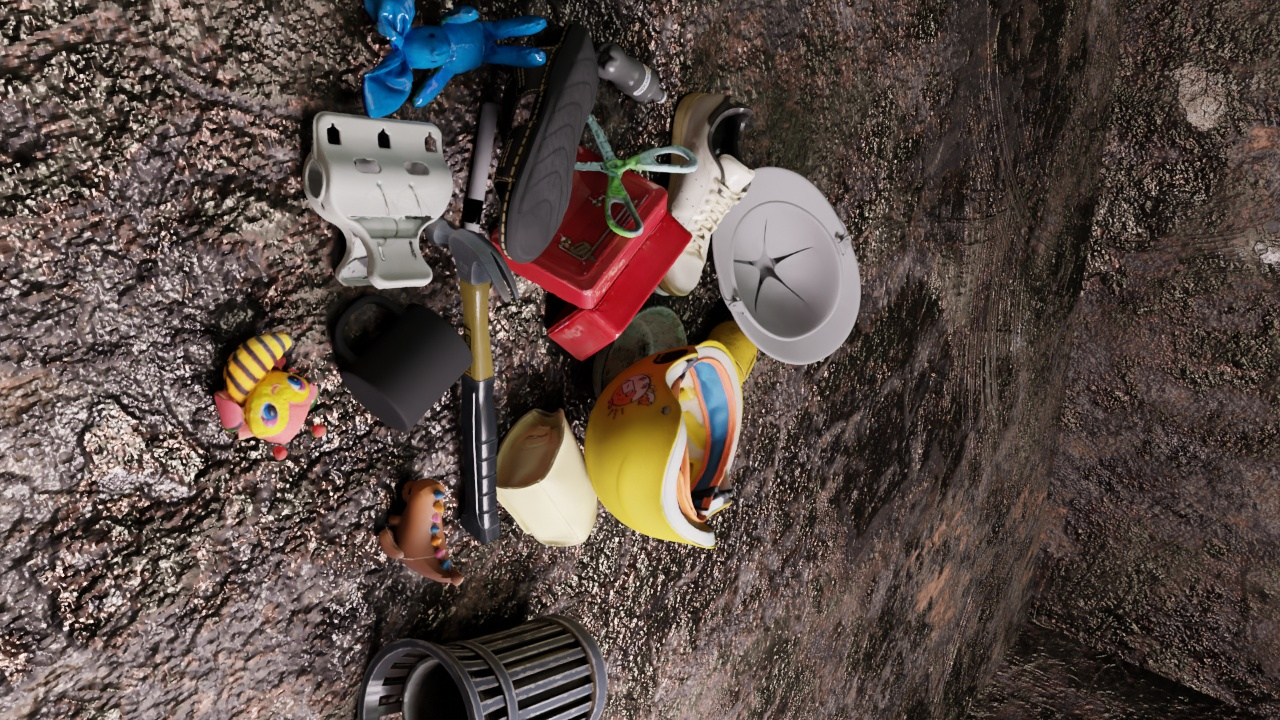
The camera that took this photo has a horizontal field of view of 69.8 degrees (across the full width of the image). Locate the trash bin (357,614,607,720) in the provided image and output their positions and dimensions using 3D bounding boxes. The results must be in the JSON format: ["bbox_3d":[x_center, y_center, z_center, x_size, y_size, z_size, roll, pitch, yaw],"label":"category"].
[{"bbox_3d":[-0.153,0.358,0.973,0.227,0.164,0.164,6,100,-56],"label":"trash bin"}]

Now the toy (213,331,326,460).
[{"bbox_3d":[-0.299,0.026,0.740,0.084,0.046,0.103,-28,122,-35],"label":"toy"}]

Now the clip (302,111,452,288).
[{"bbox_3d":[-0.217,-0.132,0.771,0.124,0.073,0.143,-10,105,-47],"label":"clip"}]

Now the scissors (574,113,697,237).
[{"bbox_3d":[-0.024,-0.194,0.921,0.174,0.171,0.022,-18,158,-7],"label":"scissors"}]

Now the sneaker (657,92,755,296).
[{"bbox_3d":[0.082,-0.191,1.063,0.088,0.102,0.241,8,91,-51],"label":"sneaker"}]

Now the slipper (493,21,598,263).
[{"bbox_3d":[-0.098,-0.208,0.850,0.113,0.076,0.267,72,26,-57],"label":"slipper"}]

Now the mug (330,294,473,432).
[{"bbox_3d":[-0.219,-0.006,0.812,0.113,0.078,0.087,49,63,-19],"label":"mug"}]

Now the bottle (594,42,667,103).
[{"bbox_3d":[-0.008,-0.300,0.975,0.109,0.036,0.036,15,93,-53],"label":"bottle"}]

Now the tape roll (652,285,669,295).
[{"bbox_3d":[0.035,-0.126,1.121,0.092,0.013,0.093,-24,123,-44],"label":"tape roll"}]

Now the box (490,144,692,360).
[{"bbox_3d":[-0.043,-0.098,0.967,0.156,0.154,0.169,-52,160,-24],"label":"box"}]

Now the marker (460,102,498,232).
[{"bbox_3d":[-0.152,-0.171,0.865,0.016,0.016,0.140,-1,105,-51],"label":"marker"}]

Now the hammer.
[{"bbox_3d":[-0.156,0.036,0.884,0.025,0.118,0.334,-22,127,-39],"label":"hammer"}]

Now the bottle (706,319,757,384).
[{"bbox_3d":[0.108,0.007,1.209,0.163,0.071,0.071,-59,143,-37],"label":"bottle"}]

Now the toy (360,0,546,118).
[{"bbox_3d":[-0.164,-0.270,0.768,0.176,0.071,0.113,-20,118,-34],"label":"toy"}]

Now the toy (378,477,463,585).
[{"bbox_3d":[-0.198,0.164,0.880,0.070,0.103,0.090,-8,118,-49],"label":"toy"}]

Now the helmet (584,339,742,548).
[{"bbox_3d":[0.020,0.085,1.027,0.239,0.140,0.209,-62,143,-51],"label":"helmet"}]

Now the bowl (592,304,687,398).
[{"bbox_3d":[-0.007,0.006,1.103,0.157,0.039,0.158,-24,123,-44],"label":"bowl"}]

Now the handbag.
[{"bbox_3d":[-0.099,0.128,1.003,0.119,0.081,0.111,63,33,-41],"label":"handbag"}]

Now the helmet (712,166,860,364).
[{"bbox_3d":[0.175,-0.130,1.219,0.183,0.117,0.271,-30,110,-5],"label":"helmet"}]
